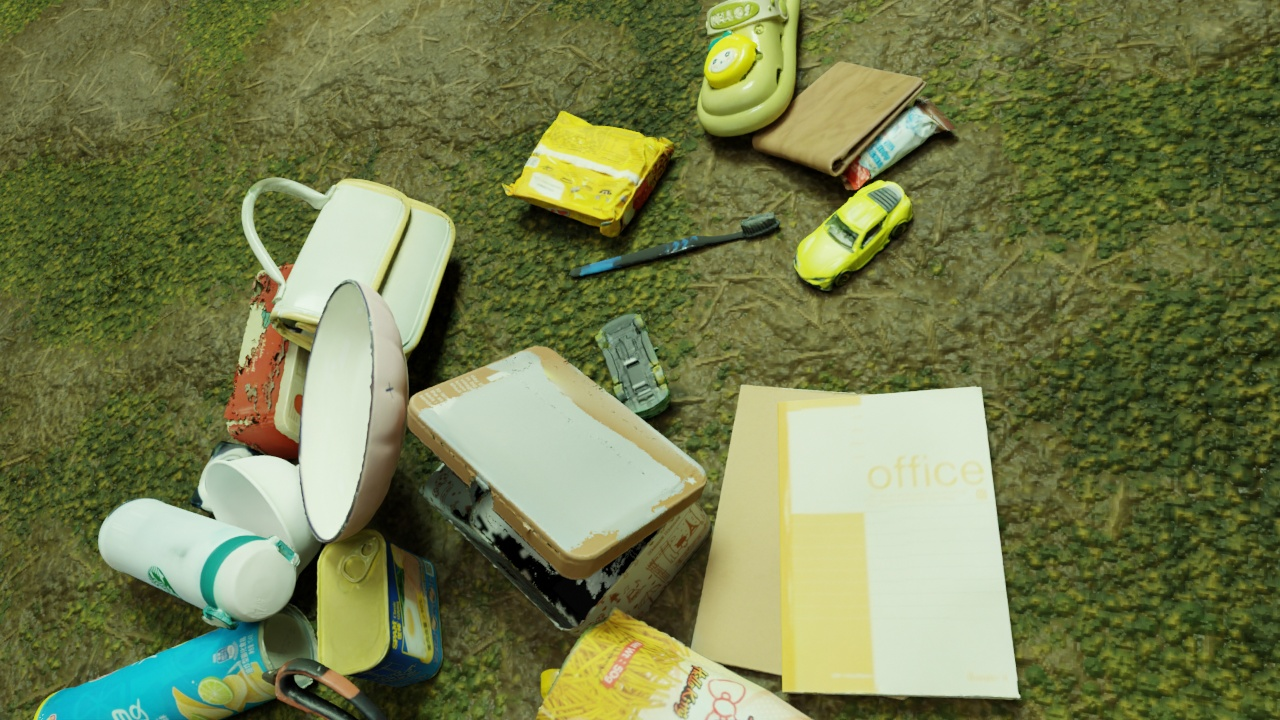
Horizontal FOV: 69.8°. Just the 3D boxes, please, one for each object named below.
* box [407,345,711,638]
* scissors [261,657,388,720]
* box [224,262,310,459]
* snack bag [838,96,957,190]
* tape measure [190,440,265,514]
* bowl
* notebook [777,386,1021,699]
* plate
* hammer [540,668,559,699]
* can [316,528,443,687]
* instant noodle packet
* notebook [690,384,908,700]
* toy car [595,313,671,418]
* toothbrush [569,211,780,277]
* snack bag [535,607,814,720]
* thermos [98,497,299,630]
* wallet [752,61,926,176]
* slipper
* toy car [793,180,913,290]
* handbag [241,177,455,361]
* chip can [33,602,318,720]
[{"bbox_3d":[-0.059,0.083,0.638,0.182,0.166,0.150,35,81,31],"label":"box"},{"bbox_3d":[-0.169,0.278,0.624,0.226,0.015,0.189,-23,97,22],"label":"scissors"},{"bbox_3d":[-0.314,0.000,0.819,0.078,0.091,0.168,-7,62,14],"label":"box"},{"bbox_3d":[0.203,-0.177,0.750,0.104,0.026,0.048,-32,55,4],"label":"snack bag"},{"bbox_3d":[-0.358,0.109,0.815,0.066,0.033,0.065,9,70,27],"label":"tape measure"},{"bbox_3d":[-0.296,0.121,0.759,0.118,0.118,0.064,24,38,28],"label":"bowl"},{"bbox_3d":[0.166,0.118,0.618,0.146,0.010,0.206,-5,64,17],"label":"notebook"},{"bbox_3d":[-0.209,0.038,0.677,0.193,0.039,0.192,-16,71,56],"label":"plate"},{"bbox_3d":[0.070,0.255,0.583,0.301,0.033,0.128,-10,62,16],"label":"hammer"},{"bbox_3d":[-0.192,0.188,0.685,0.057,0.083,0.102,-18,60,11],"label":"can"},{"bbox_3d":[-0.049,-0.171,0.832,0.128,0.044,0.110,22,68,24],"label":"instant noodle packet"},{"bbox_3d":[0.124,0.117,0.645,0.148,0.008,0.207,4,67,22],"label":"notebook"},{"bbox_3d":[-0.004,0.004,0.733,0.043,0.036,0.091,-25,60,8],"label":"toy car"},{"bbox_3d":[0.026,-0.097,0.785,0.190,0.016,0.014,-12,54,16],"label":"toothbrush"},{"bbox_3d":[0.040,0.248,0.550,0.208,0.073,0.128,28,76,23],"label":"snack bag"},{"bbox_3d":[-0.356,0.160,0.733,0.225,0.073,0.073,3,65,40],"label":"thermos"},{"bbox_3d":[0.165,-0.205,0.769,0.115,0.020,0.101,-45,40,-9],"label":"wallet"},{"bbox_3d":[0.088,-0.286,0.813,0.092,0.081,0.190,-7,58,36],"label":"slipper"},{"bbox_3d":[0.166,-0.101,0.724,0.105,0.032,0.048,-41,59,-1],"label":"toy car"},{"bbox_3d":[-0.260,-0.088,0.790,0.063,0.178,0.163,-42,30,52],"label":"handbag"},{"bbox_3d":[-0.363,0.259,0.720,0.210,0.071,0.071,-23,59,8],"label":"chip can"}]
